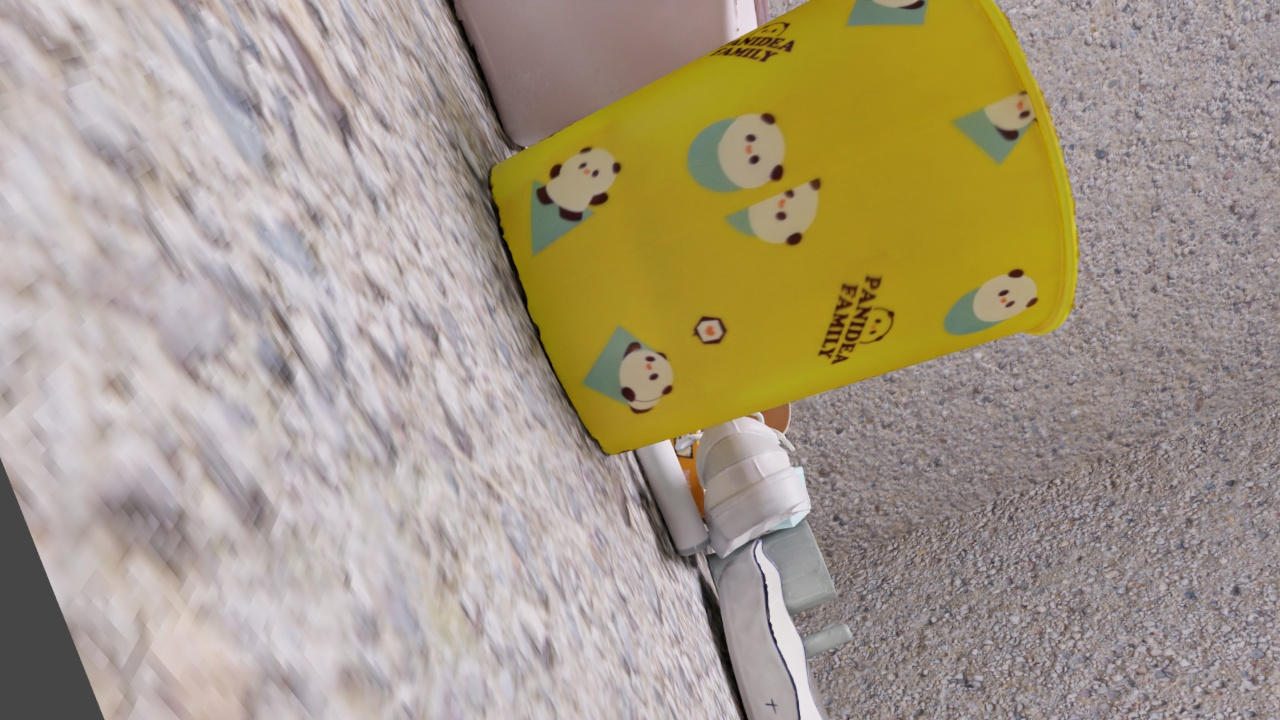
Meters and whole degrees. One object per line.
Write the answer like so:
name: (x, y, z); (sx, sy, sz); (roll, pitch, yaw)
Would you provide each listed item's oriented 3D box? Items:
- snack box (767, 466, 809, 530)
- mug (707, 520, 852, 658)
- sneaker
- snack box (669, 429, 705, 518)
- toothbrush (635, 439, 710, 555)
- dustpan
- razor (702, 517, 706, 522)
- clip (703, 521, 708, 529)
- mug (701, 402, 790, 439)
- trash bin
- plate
snack box: (0.118, 0.136, 0.895); (0.174, 0.074, 0.051); (15, 66, -74)
mug: (0.133, 0.227, 0.878); (0.083, 0.103, 0.124); (54, 14, -73)
sneaker: (0.074, 0.089, 0.695); (0.090, 0.089, 0.242); (62, 1, 16)
snack box: (0.038, 0.056, 0.783); (0.075, 0.026, 0.153); (47, 39, -81)
toothbrush: (-0.002, 0.035, 0.648); (0.027, 0.026, 0.221); (-9, -75, 60)
dustpan: (-0.020, -0.249, 0.652); (0.138, 0.223, 0.273); (-53, 135, -70)
razor: (0.076, 0.133, 0.977); (0.067, 0.062, 0.167); (39, 11, -1)
clip: (0.081, 0.175, 0.991); (0.099, 0.034, 0.066); (-41, 110, -77)
mug: (0.086, 0.039, 0.873); (0.084, 0.104, 0.124); (55, 48, -8)
trash bin: (0.068, -0.076, 0.527); (0.229, 0.255, 0.229); (-20, 89, -85)
plate: (0.110, 0.251, 0.747); (0.204, 0.045, 0.205); (-18, 89, -81)
